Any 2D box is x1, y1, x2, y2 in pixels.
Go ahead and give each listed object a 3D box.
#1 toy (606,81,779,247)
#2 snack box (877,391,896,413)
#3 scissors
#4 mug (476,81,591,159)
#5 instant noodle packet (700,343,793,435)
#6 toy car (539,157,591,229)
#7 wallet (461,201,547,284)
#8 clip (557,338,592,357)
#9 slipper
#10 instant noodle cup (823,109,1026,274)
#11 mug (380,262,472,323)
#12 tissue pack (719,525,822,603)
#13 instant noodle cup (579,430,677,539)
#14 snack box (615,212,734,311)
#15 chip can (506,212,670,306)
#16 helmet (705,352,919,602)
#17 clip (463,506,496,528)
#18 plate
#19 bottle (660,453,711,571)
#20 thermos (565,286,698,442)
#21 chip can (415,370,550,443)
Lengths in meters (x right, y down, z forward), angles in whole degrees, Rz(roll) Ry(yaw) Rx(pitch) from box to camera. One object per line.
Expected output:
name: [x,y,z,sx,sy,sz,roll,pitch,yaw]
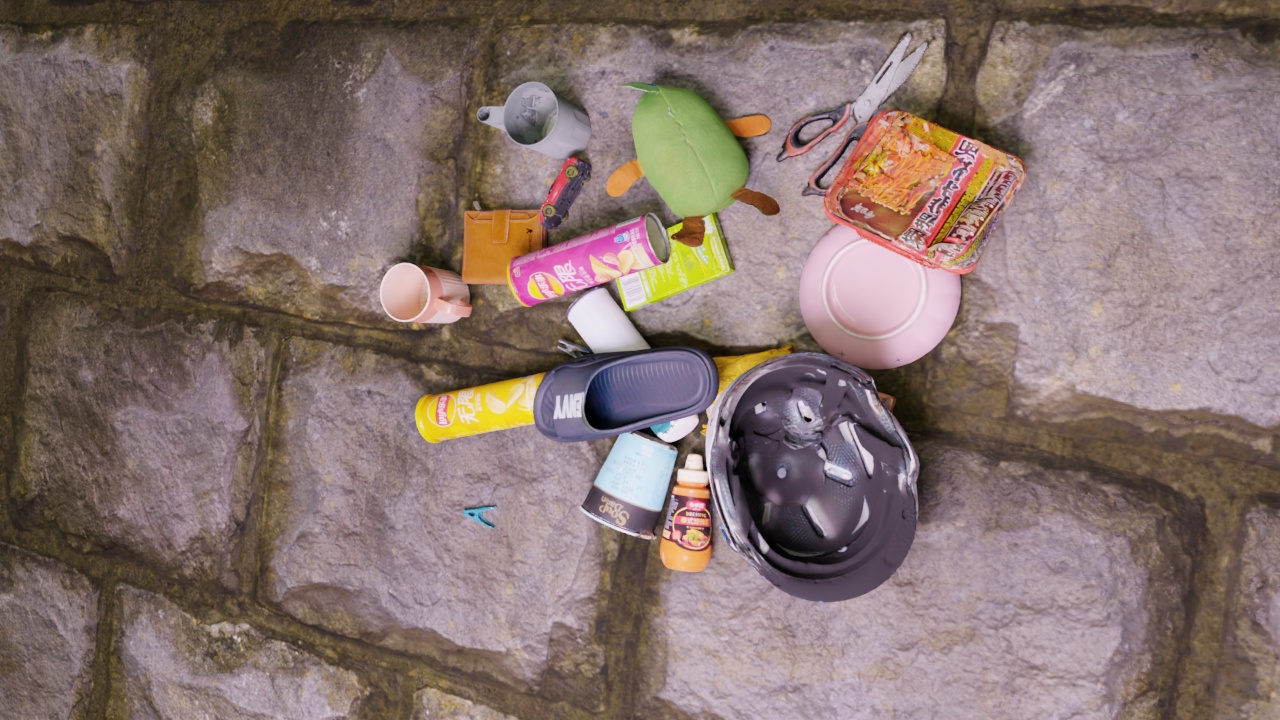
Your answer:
toy: [0.064,-0.255,1.161,0.227,0.090,0.246,-23,70,-6]
snack box: [0.253,0.107,1.122,0.075,0.026,0.154,18,97,23]
scissors: [0.256,-0.304,1.124,0.206,0.015,0.201,0,90,24]
mug: [-0.142,-0.323,1.247,0.124,0.103,0.083,7,93,24]
instant noodle packet: [0.135,0.040,1.162,0.129,0.044,0.110,-8,81,19]
toy car: [-0.107,-0.230,1.262,0.031,0.049,0.106,35,103,20]
wallet: [-0.194,-0.168,1.311,0.131,0.035,0.119,3,97,23]
clip: [-0.090,-0.015,1.270,0.058,0.026,0.042,24,107,25]
slipper: [-0.036,0.039,1.139,0.269,0.083,0.110,-12,85,28]
instant noodle cup: [0.318,-0.184,1.044,0.189,0.079,0.164,30,76,19]
mug: [-0.293,-0.089,1.311,0.115,0.105,0.082,21,98,21]
tissue pack: [0.181,0.222,1.139,0.157,0.052,0.095,34,103,19]
instant noodle cup: [-0.006,0.156,1.197,0.111,0.111,0.120,23,90,21]
snack box: [0.039,-0.129,1.212,0.157,0.026,0.085,-21,82,22]
chip can: [-0.069,-0.131,1.206,0.211,0.071,0.071,-14,85,24]
helmet: [0.181,0.123,1.049,0.230,0.157,0.274,-26,97,-4]
clip: [-0.235,0.224,1.339,0.054,0.013,0.033,8,92,21]
plate: [0.282,-0.085,1.101,0.193,0.039,0.192,0,90,23]
bottle: [0.064,0.195,1.188,0.067,0.066,0.149,4,85,23]
thermos: [-0.007,0.007,1.209,0.073,0.073,0.224,-42,73,18]
chip can: [-0.212,0.067,1.296,0.214,0.072,0.072,-11,86,23]
